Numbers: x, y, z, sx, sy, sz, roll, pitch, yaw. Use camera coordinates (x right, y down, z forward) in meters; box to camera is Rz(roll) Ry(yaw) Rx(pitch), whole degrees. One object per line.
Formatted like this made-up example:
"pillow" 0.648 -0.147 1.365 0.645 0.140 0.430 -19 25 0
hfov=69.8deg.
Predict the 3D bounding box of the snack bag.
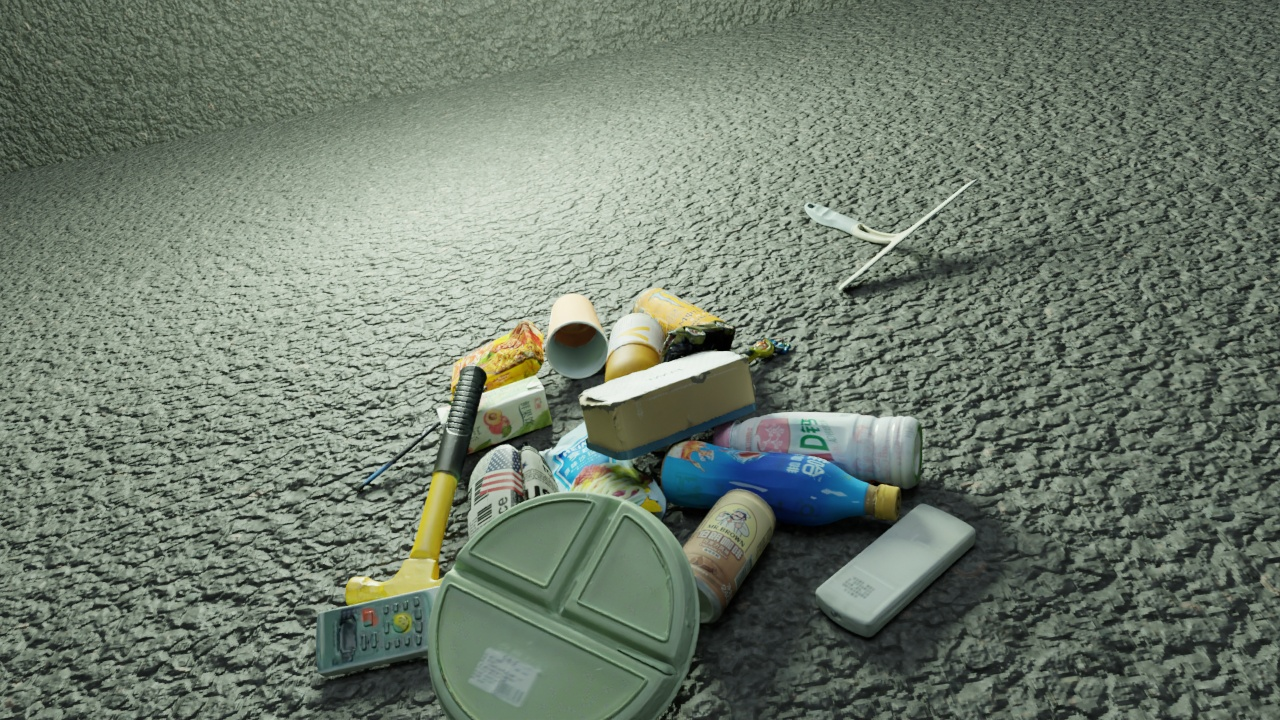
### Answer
"snack bag" -0.045 0.121 0.926 0.110 0.039 0.191 -37 33 2

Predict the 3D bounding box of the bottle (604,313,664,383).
"bottle" -0.006 0.006 1.062 0.068 0.068 0.189 -8 24 6

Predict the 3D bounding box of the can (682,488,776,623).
"can" 0.069 0.168 0.794 0.059 0.058 0.116 10 37 32

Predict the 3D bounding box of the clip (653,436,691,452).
"clip" 0.030 0.083 0.969 0.034 0.072 0.100 -22 27 -19

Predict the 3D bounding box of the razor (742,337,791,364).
"razor" 0.119 0.006 1.080 0.043 0.022 0.142 17 42 42

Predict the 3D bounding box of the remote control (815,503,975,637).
"remote control" 0.215 0.174 0.768 0.149 0.021 0.058 -30 35 -28

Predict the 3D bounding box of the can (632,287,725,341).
"can" 0.051 -0.045 1.154 0.058 0.058 0.146 -27 34 -23

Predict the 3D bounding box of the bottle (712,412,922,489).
"bottle" 0.169 0.082 0.891 0.197 0.068 0.068 3 34 25

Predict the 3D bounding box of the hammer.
"hammer" -0.198 0.121 0.934 0.129 0.033 0.300 -1 45 6

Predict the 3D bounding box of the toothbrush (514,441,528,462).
"toothbrush" -0.117 0.141 0.951 0.018 0.014 0.189 -22 31 2

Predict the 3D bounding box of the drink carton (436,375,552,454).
"drink carton" -0.168 0.064 1.056 0.122 0.053 0.045 -20 31 -14

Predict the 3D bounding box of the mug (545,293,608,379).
"mug" -0.085 -0.037 1.179 0.078 0.078 0.122 -13 25 -1

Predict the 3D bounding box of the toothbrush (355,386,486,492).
"toothbrush" -0.252 0.086 1.056 0.189 0.016 0.014 -41 2 -21

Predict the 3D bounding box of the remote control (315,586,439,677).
"remote control" -0.215 0.234 0.802 0.135 0.019 0.056 -12 59 1

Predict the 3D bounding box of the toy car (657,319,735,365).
"toy car" 0.064 -0.009 1.038 0.042 0.070 0.157 27 17 24

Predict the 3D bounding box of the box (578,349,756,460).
"box" 0.023 0.043 0.914 0.184 0.062 0.090 -20 15 -25

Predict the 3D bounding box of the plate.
"plate" -0.067 0.204 0.733 0.230 0.027 0.229 -9 52 12

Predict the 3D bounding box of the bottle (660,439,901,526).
"bottle" 0.128 0.118 0.851 0.219 0.065 0.065 6 35 27

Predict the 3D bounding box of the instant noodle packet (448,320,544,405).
"instant noodle packet" -0.180 0.007 1.141 0.128 0.044 0.110 -30 26 9

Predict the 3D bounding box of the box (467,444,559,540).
"box" -0.117 0.153 0.855 0.086 0.076 0.162 -18 47 6

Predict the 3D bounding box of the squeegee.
"squeegee" 0.315 -0.192 1.325 0.246 0.039 0.246 -39 30 -9
